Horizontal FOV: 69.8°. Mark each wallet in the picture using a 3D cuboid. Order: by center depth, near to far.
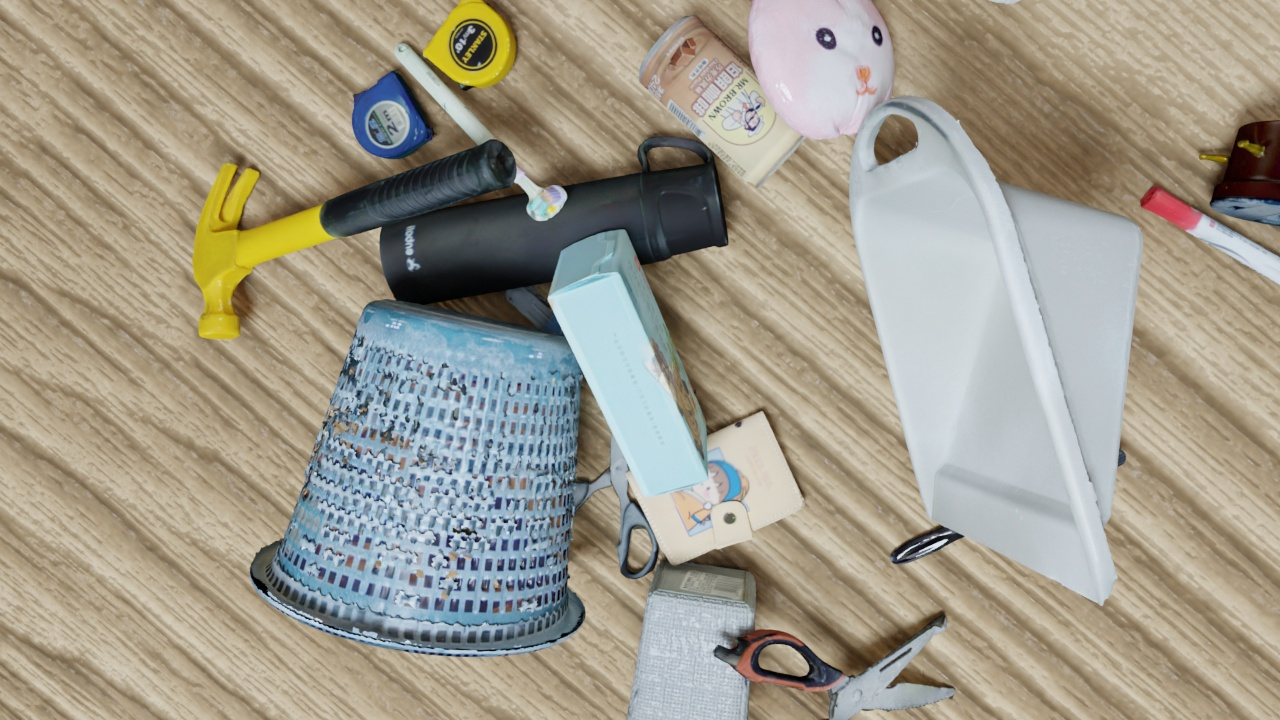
[{"bbox_3d":[0.058,0.100,0.696,0.115,0.024,0.087,-24,94,3],"label":"wallet"}]

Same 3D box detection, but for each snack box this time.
[{"bbox_3d":[-0.004,0.004,0.629,0.052,0.074,0.175,-17,118,13],"label":"snack box"}]

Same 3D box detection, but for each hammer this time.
[{"bbox_3d":[-0.215,-0.101,0.648,0.301,0.032,0.128,-10,81,29],"label":"hammer"}]

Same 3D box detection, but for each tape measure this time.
[{"bbox_3d":[-0.119,-0.226,0.663,0.057,0.029,0.060,40,103,1],"label":"tape measure"},{"bbox_3d":[-0.186,-0.178,0.684,0.054,0.025,0.058,-29,91,14],"label":"tape measure"}]

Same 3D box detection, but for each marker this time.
[{"bbox_3d":[0.406,-0.075,0.618,0.145,0.017,0.017,31,103,2],"label":"marker"}]

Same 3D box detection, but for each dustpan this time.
[{"bbox_3d":[0.185,-0.018,0.565,0.142,0.223,0.257,12,91,-6],"label":"dustpan"}]

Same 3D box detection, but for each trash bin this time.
[{"bbox_3d":[-0.129,0.066,0.629,0.226,0.226,0.195,13,92,6],"label":"trash bin"}]

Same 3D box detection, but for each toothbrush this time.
[{"bbox_3d":[-0.119,-0.167,0.649,0.029,0.020,0.189,-39,70,-9],"label":"toothbrush"},{"bbox_3d":[0.266,0.108,0.674,0.181,0.018,0.015,-30,100,15],"label":"toothbrush"}]

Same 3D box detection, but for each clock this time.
[{"bbox_3d":[0.424,-0.113,0.576,0.122,0.082,0.055,13,95,8],"label":"clock"}]

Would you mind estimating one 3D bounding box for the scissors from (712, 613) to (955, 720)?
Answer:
[{"bbox_3d":[0.136,0.249,0.666,0.227,0.015,0.189,28,86,-22],"label":"scissors"}]

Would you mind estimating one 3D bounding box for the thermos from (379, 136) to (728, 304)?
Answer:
[{"bbox_3d":[-0.062,-0.101,0.665,0.243,0.068,0.090,-10,71,8],"label":"thermos"}]

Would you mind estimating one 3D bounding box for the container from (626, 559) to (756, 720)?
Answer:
[{"bbox_3d":[0.042,0.219,0.692,0.090,0.090,0.114,7,98,7],"label":"container"}]

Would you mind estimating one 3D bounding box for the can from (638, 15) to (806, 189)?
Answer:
[{"bbox_3d":[0.058,-0.177,0.630,0.116,0.058,0.058,43,103,-1],"label":"can"}]

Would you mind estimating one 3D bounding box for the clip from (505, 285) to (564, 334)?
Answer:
[{"bbox_3d":[-0.079,-0.038,0.698,0.058,0.043,0.027,42,104,3],"label":"clip"}]

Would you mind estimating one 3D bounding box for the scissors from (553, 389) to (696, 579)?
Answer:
[{"bbox_3d":[-0.020,0.089,0.716,0.159,0.014,0.180,-15,95,9],"label":"scissors"}]

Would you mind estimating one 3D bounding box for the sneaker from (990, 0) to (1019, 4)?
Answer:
[{"bbox_3d":[0.160,-0.309,0.541,0.242,0.090,0.090,44,130,-17],"label":"sneaker"}]

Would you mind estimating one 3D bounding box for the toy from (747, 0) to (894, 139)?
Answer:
[{"bbox_3d":[0.110,-0.222,0.598,0.054,0.121,0.159,-22,89,54],"label":"toy"}]
